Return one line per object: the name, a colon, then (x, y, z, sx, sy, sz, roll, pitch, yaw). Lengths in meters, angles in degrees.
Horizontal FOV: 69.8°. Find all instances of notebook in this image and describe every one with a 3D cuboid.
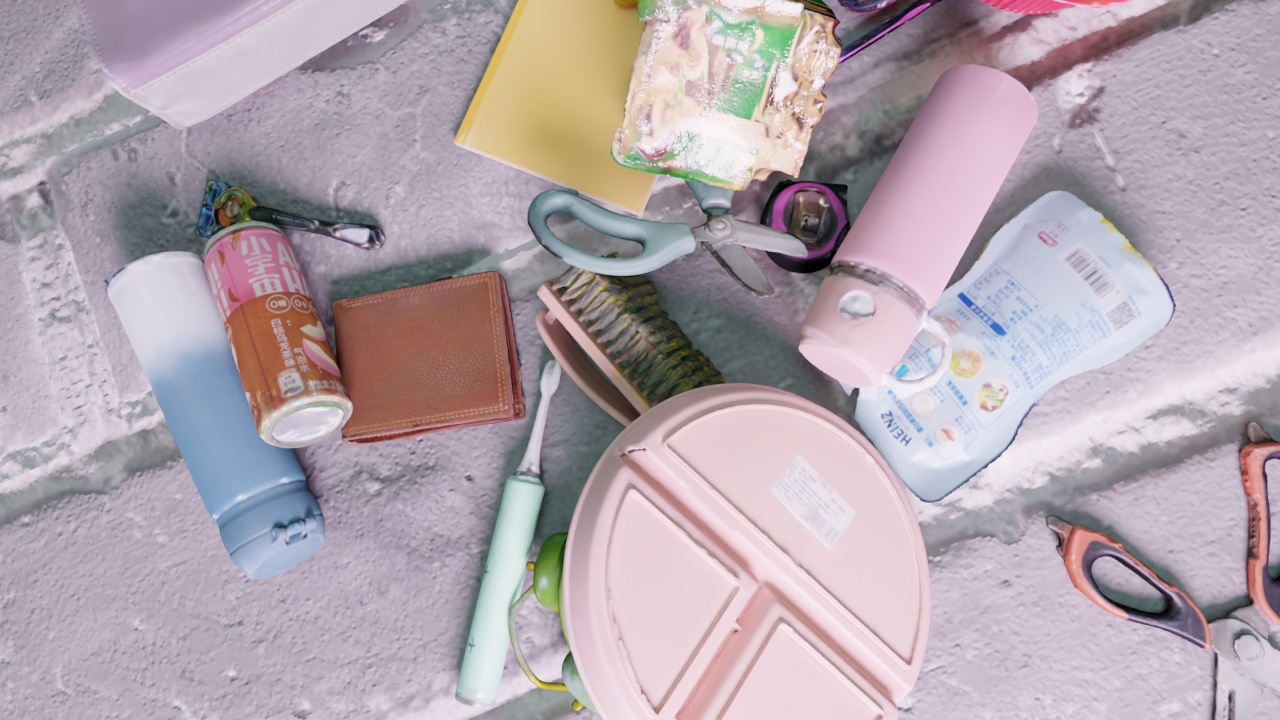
notebook: (-0.024, -0.217, 0.632, 0.146, 0.010, 0.206, 22, 85, 10)

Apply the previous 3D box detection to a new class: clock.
clock: (-0.003, 0.148, 0.555, 0.161, 0.056, 0.116, -20, 79, 4)

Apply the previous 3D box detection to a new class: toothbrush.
toothbrush: (-0.080, 0.107, 0.585, 0.026, 0.027, 0.224, 15, 83, -23)
toothbrush: (0.172, -0.229, 0.607, 0.189, 0.014, 0.017, -31, 69, 3)

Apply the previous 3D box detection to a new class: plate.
plate: (0.069, 0.122, 0.508, 0.229, 0.028, 0.229, 6, 74, -21)

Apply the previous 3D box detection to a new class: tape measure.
tape measure: (0.104, -0.086, 0.581, 0.057, 0.039, 0.058, 7, 83, 8)

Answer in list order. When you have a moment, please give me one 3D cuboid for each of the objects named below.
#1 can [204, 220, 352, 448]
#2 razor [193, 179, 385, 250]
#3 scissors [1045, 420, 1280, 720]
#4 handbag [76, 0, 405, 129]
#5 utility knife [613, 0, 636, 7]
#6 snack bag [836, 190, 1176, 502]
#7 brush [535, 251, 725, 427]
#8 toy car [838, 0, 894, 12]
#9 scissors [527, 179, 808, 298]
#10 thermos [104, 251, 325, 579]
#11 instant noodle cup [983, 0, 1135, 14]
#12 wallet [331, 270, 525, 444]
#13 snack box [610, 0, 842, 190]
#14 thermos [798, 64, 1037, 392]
can: (-0.236, -0.018, 0.593, 0.058, 0.058, 0.147, -30, 66, 2)
razor: (-0.246, -0.096, 0.638, 0.143, 0.022, 0.042, 12, 86, 9)
scissors: (0.345, 0.146, 0.531, 0.222, 0.015, 0.189, 44, 89, 10)
handbag: (-0.276, -0.270, 0.628, 0.197, 0.098, 0.145, -27, 81, 4)
utility knife: (0.046, -0.256, 0.584, 0.155, 0.015, 0.033, -6, 85, 32)
snack bag: (0.214, -0.010, 0.558, 0.191, 0.039, 0.110, -38, 82, 4)
brush: (-0.003, 0.003, 0.577, 0.145, 0.063, 0.073, 50, 119, 9)
toy car: (0.157, -0.278, 0.602, 0.049, 0.031, 0.106, 0, 79, 41)
scissors: (0.008, -0.088, 0.560, 0.178, 0.019, 0.173, -24, 63, -16)
thermos: (-0.277, 0.036, 0.603, 0.070, 0.070, 0.220, -30, 80, 2)
instant noodle cup: (0.244, -0.289, 0.564, 0.193, 0.066, 0.193, 2, 79, -9)
wallet: (-0.143, -0.002, 0.608, 0.124, 0.032, 0.101, -10, 78, 6)
snack box: (0.048, -0.183, 0.553, 0.117, 0.118, 0.105, 11, 41, -6)
thermos: (0.171, -0.075, 0.543, 0.087, 0.067, 0.198, 26, 77, 22)
